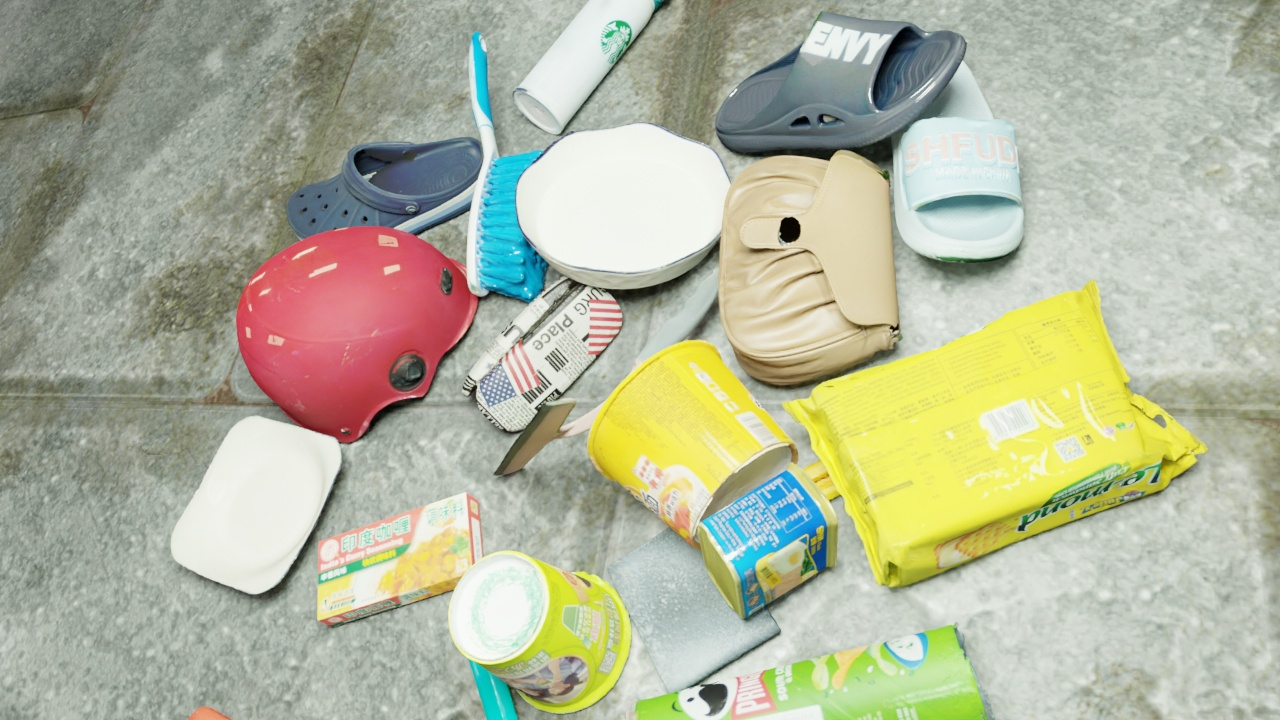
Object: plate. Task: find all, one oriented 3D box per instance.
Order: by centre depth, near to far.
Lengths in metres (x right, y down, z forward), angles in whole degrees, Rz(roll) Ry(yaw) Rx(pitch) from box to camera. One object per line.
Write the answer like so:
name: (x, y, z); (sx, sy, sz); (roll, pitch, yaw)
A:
plate: (-0.015, -0.145, 0.870); (0.205, 0.046, 0.204); (-2, 52, 2)
plate: (-0.369, 0.142, 0.900); (0.164, 0.034, 0.163); (12, 68, 27)

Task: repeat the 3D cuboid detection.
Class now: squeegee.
squeegee: (-0.005, 0.004, 0.768); (0.040, 0.248, 0.249); (47, 66, 2)

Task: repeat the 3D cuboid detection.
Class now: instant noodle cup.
instant noodle cup: (-0.080, 0.199, 0.692); (0.112, 0.123, 0.111); (-10, 59, 17)
instant noodle cup: (0.046, 0.070, 0.705); (0.138, 0.138, 0.110); (-43, 59, -4)

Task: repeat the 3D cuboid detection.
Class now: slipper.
slipper: (0.266, -0.184, 0.772); (0.104, 0.074, 0.244); (2, 58, -4)
slipper: (0.151, -0.248, 0.814); (0.269, 0.083, 0.110); (6, 63, 52)
slipper: (-0.284, -0.187, 1.011); (0.253, 0.095, 0.105); (-15, 56, 10)

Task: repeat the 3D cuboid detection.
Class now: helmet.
helmet: (-0.295, -0.051, 0.912); (0.240, 0.144, 0.207); (-37, 53, -1)

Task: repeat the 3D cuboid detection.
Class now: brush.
brush: (-0.144, -0.210, 0.953); (0.110, 0.060, 0.314); (-2, 75, 22)

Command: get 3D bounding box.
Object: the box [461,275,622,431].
box: (-0.091, -0.008, 0.863); (0.162, 0.076, 0.086); (-44, 86, -8)

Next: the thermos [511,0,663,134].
thermos: (-0.047, -0.356, 1.018); (0.073, 0.073, 0.224); (29, 77, 32)

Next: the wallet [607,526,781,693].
wallet: (0.039, 0.185, 0.716); (0.097, 0.019, 0.120); (-32, 54, 1)

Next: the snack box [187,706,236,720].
snack box: (-0.353, 0.340, 0.759); (0.091, 0.082, 0.080); (15, 60, 28)

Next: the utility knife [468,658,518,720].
utility knife: (-0.115, 0.274, 0.733); (0.029, 0.013, 0.182); (-33, 54, 7)

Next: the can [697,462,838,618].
can: (0.091, 0.132, 0.660); (0.083, 0.102, 0.057); (-29, 55, -11)

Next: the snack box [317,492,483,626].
snack box: (-0.215, 0.178, 0.819); (0.156, 0.027, 0.077); (-20, 56, 12)

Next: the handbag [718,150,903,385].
handbag: (0.138, -0.086, 0.770); (0.148, 0.100, 0.204); (-6, 61, 18)

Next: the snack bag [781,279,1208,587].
snack bag: (0.245, 0.051, 0.658); (0.246, 0.068, 0.158); (-23, 64, 5)

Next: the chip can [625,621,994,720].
chip can: (0.111, 0.240, 0.621); (0.236, 0.072, 0.072); (-18, 58, 12)

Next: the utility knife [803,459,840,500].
utility knife: (0.196, 0.067, 0.713); (0.202, 0.015, 0.033); (-27, 59, 7)
